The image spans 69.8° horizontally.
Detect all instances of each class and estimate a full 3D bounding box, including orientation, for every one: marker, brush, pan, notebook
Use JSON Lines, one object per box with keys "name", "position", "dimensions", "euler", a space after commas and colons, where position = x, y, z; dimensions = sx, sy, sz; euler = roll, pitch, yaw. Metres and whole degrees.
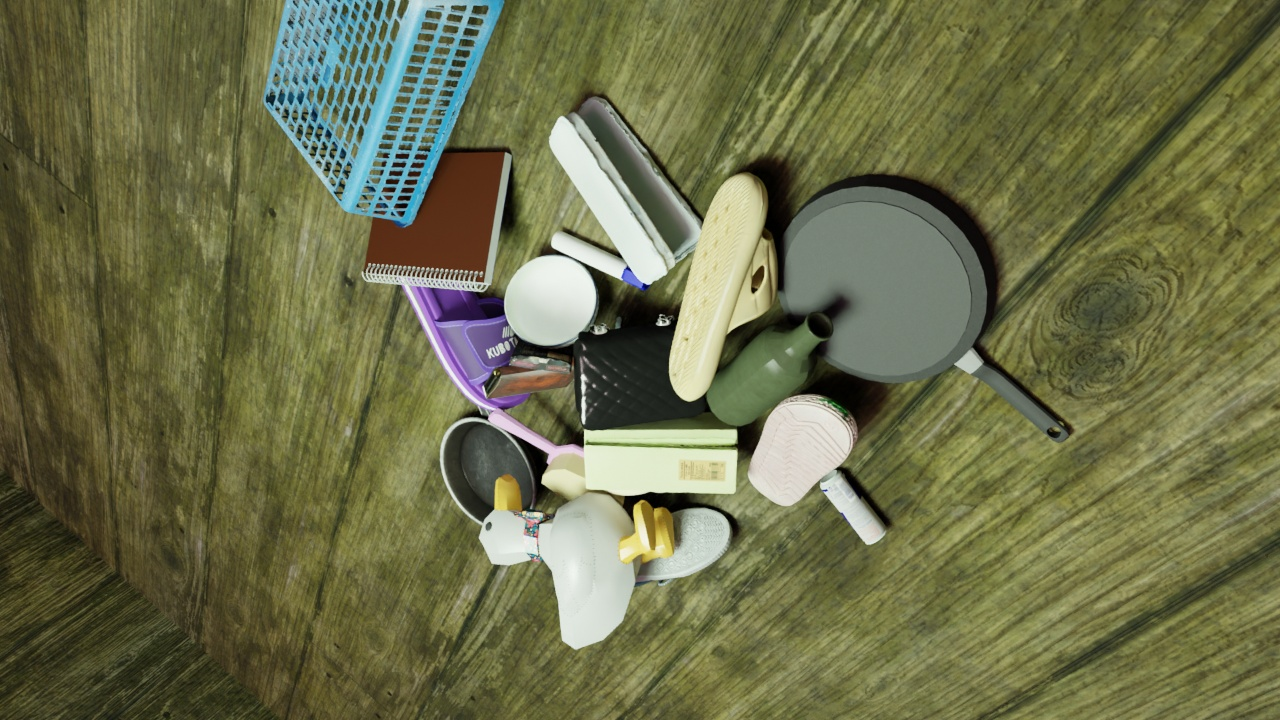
{"name": "marker", "position": [-0.048, -0.122, 1.114], "dimensions": [0.133, 0.027, 0.023], "euler": [26, 110, 18]}
{"name": "brush", "position": [-0.116, 0.142, 1.276], "dimensions": [0.228, 0.043, 0.089], "euler": [33, 144, -18]}
{"name": "pan", "position": [0.292, -0.033, 0.933], "dimensions": [0.356, 0.034, 0.226], "euler": [42, 135, 5]}
{"name": "pan", "position": [-0.232, 0.095, 1.376], "dimensions": [0.187, 0.055, 0.357], "euler": [13, 114, 28]}
{"name": "notebook", "position": [-0.262, -0.178, 1.166], "dimensions": [0.209, 0.022, 0.171], "euler": [7, 87, 31]}

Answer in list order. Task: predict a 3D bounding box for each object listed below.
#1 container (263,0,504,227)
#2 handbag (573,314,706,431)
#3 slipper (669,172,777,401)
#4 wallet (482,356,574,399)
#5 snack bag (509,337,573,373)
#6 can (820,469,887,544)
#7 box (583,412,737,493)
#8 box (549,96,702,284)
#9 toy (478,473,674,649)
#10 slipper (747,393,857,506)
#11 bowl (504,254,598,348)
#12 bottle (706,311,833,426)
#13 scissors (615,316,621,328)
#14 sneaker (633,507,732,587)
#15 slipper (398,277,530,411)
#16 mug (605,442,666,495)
{"name": "container", "position": [-0.320, -0.353, 1.058], "dimensions": [0.257, 0.089, 0.363], "euler": [50, 133, 14]}
{"name": "handbag", "position": [-0.007, 0.007, 1.112], "dimensions": [0.153, 0.114, 0.125], "euler": [-7, 108, -4]}
{"name": "slipper", "position": [0.099, -0.075, 0.996], "dimensions": [0.111, 0.079, 0.262], "euler": [-123, 44, -57]}
{"name": "wallet", "position": [-0.140, 0.022, 1.211], "dimensions": [0.072, 0.122, 0.019], "euler": [-50, 55, 51]}
{"name": "snack bag", "position": [-0.122, -0.009, 1.156], "dimensions": [0.074, 0.155, 0.018], "euler": [9, 101, -4]}
{"name": "can", "position": [0.255, 0.175, 1.101], "dimensions": [0.095, 0.032, 0.032], "euler": [51, 134, -5]}
{"name": "box", "position": [0.025, 0.103, 1.132], "dimensions": [0.188, 0.083, 0.092], "euler": [3, 124, 3]}
{"name": "box", "position": [-0.033, -0.179, 1.030], "dimensions": [0.215, 0.083, 0.123], "euler": [49, 131, -4]}
{"name": "toy", "position": [-0.092, 0.255, 1.224], "dimensions": [0.268, 0.141, 0.246], "euler": [-15, 70, 18]}
{"name": "slipper", "position": [0.190, 0.095, 1.073], "dimensions": [0.094, 0.064, 0.240], "euler": [38, 151, 11]}
{"name": "bowl", "position": [-0.106, -0.068, 1.153], "dimensions": [0.118, 0.118, 0.062], "euler": [31, 175, 14]}
{"name": "bottle", "position": [0.144, 0.006, 1.006], "dimensions": [0.071, 0.071, 0.207], "euler": [44, 148, 2]}
{"name": "scissors", "position": [-0.041, 0.017, 1.212], "dimensions": [0.171, 0.024, 0.160], "euler": [53, 140, -2]}
{"name": "sneaker", "position": [0.032, 0.273, 1.289], "dimensions": [0.236, 0.089, 0.087], "euler": [-19, 149, 26]}
{"name": "slipper", "position": [-0.224, -0.056, 1.234], "dimensions": [0.084, 0.107, 0.266], "euler": [-24, 99, 43]}
{"name": "mug", "position": [-0.010, 0.138, 1.221], "dimensions": [0.120, 0.096, 0.100], "euler": [42, 147, -17]}
